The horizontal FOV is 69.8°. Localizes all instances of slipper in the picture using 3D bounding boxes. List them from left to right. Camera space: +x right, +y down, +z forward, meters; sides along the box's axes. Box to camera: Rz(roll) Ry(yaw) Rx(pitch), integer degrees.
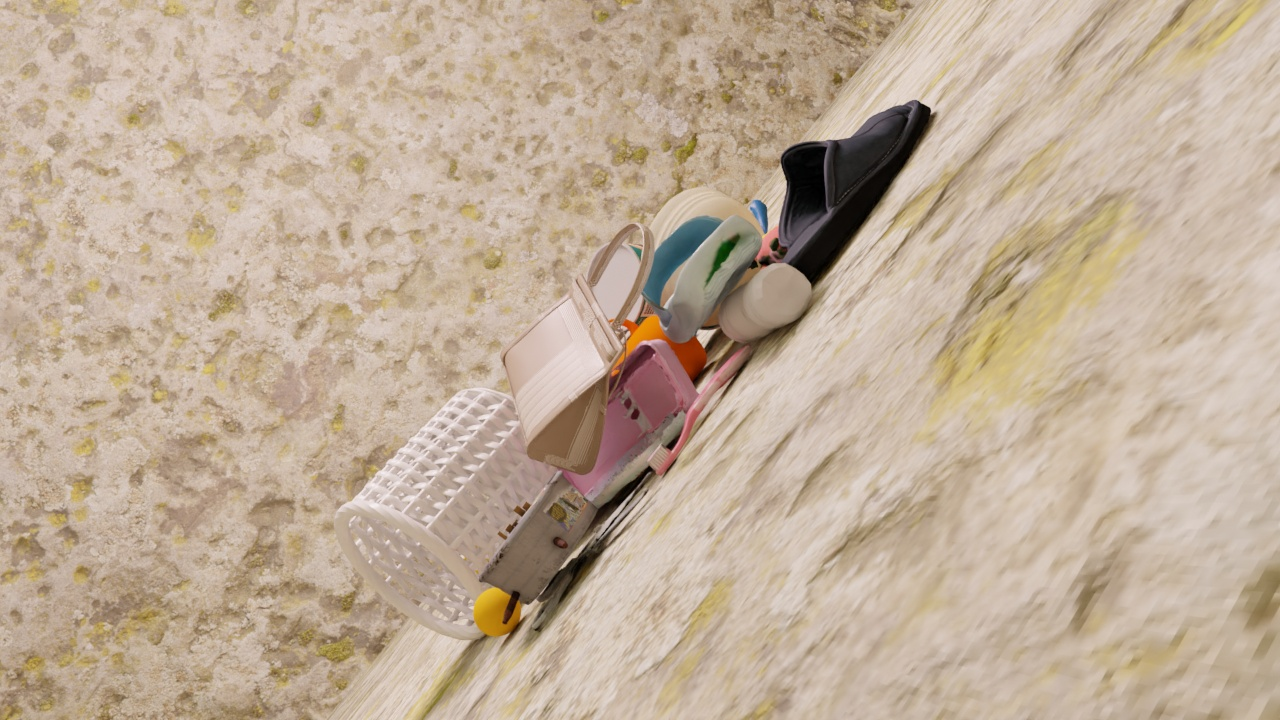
[{"bbox_3d":[0.047,-0.080,0.786,0.104,0.074,0.245,-49,-2,-4],"label":"slipper"},{"bbox_3d":[0.162,-0.161,0.791,0.264,0.083,0.109,-50,0,-32],"label":"slipper"}]

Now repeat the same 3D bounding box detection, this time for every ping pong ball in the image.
[{"bbox_3d":[-0.120,0.211,0.770,0.040,0.040,0.040,-50,3,3],"label":"ping pong ball"}]

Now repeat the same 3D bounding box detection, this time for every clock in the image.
[{"bbox_3d":[-0.077,0.135,0.725,0.104,0.056,0.147,-53,0,15],"label":"clock"}]

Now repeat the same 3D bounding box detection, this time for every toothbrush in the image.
[{"bbox_3d":[0.047,0.034,0.708,0.134,0.016,0.022,-52,4,-25],"label":"toothbrush"}]

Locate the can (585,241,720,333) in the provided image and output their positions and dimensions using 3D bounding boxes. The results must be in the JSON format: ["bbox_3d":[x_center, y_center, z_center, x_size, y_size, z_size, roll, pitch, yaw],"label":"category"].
[{"bbox_3d":[0.025,-0.082,1.037,0.143,0.099,0.099,-3,-33,-41],"label":"can"}]

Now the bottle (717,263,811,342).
[{"bbox_3d":[0.091,-0.040,0.714,0.044,0.044,0.136,-51,3,-12],"label":"bottle"}]

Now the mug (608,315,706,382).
[{"bbox_3d":[-0.005,0.005,0.918,0.095,0.112,0.078,-52,-9,-25],"label":"mug"}]

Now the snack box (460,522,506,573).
[{"bbox_3d":[-0.180,0.239,1.119,0.083,0.061,0.106,-51,3,-5],"label":"snack box"}]

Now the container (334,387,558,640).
[{"bbox_3d":[-0.183,0.156,0.956,0.186,0.189,0.190,-51,3,-39],"label":"container"}]

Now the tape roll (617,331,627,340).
[{"bbox_3d":[-0.008,0.001,1.198,0.094,0.093,0.030,-49,3,18],"label":"tape roll"}]

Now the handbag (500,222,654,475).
[{"bbox_3d":[-0.045,-0.032,0.803,0.198,0.062,0.175,-60,26,17],"label":"handbag"}]

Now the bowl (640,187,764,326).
[{"bbox_3d":[0.081,-0.101,0.957,0.075,0.151,0.150,23,69,46],"label":"bowl"}]

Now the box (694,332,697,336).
[{"bbox_3d":[-0.022,0.008,1.349,0.175,0.060,0.232,-19,-4,-15],"label":"box"}]

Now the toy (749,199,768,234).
[{"bbox_3d":[0.129,-0.153,1.260,0.175,0.071,0.113,-46,-5,-39],"label":"toy"}]

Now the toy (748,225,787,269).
[{"bbox_3d":[0.143,-0.115,0.877,0.103,0.046,0.084,-48,-5,-37],"label":"toy"}]

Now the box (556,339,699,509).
[{"bbox_3d":[-0.036,0.080,0.814,0.101,0.111,0.202,-18,-20,-43],"label":"box"}]

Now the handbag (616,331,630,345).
[{"bbox_3d":[-0.048,0.052,1.086,0.209,0.103,0.210,-51,2,27],"label":"handbag"}]

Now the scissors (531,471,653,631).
[{"bbox_3d":[-0.040,0.142,0.692,0.153,0.014,0.131,-53,3,-8],"label":"scissors"}]
